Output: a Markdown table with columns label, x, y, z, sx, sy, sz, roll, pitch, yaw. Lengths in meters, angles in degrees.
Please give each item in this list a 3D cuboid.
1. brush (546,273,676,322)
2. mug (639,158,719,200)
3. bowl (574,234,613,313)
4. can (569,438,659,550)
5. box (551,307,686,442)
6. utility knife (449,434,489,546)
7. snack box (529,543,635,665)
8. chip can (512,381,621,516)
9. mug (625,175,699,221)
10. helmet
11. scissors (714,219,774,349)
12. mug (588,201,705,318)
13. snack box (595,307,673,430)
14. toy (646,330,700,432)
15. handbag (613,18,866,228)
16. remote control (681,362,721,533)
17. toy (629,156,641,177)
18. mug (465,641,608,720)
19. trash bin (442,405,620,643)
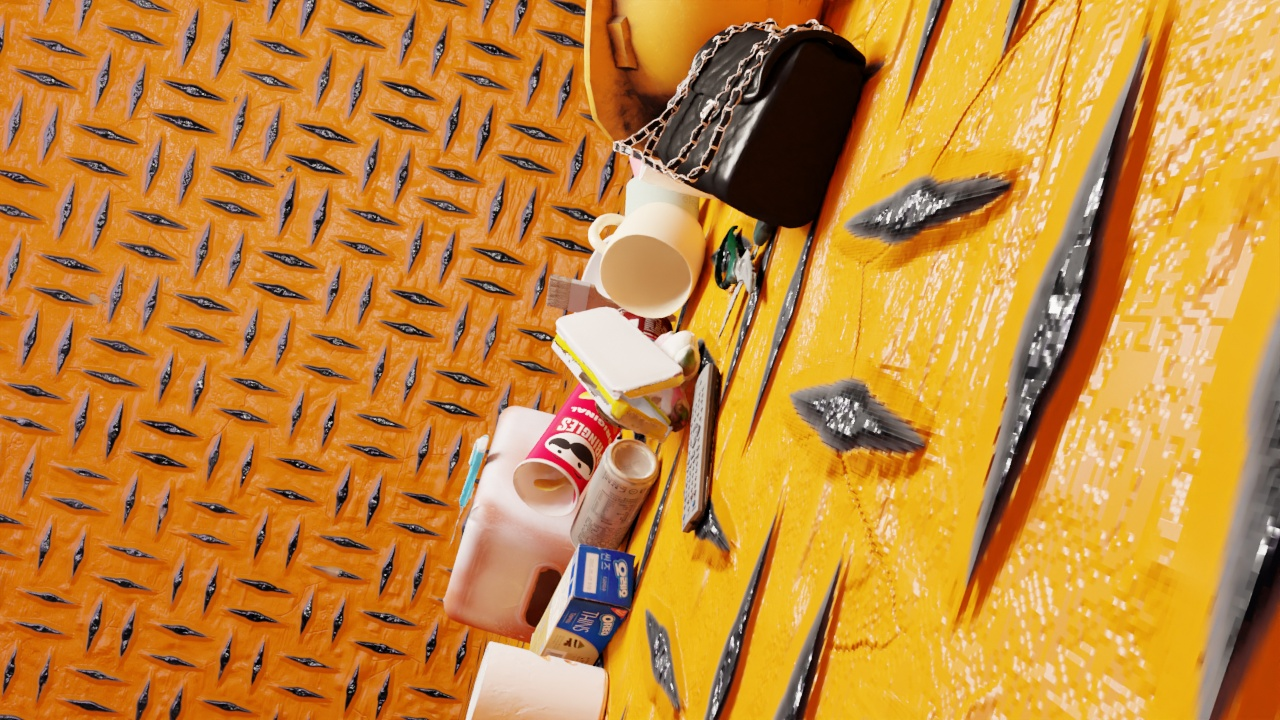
| label | x | y | z | sx | sy | sz | roll | pitch | yaw |
| --- | --- | --- | --- | --- | --- | --- | --- | --- | --- |
| brush | -0.031 | -0.062 | 0.997 | 0.045 | 0.143 | 0.008 | 102 | 180 | -46 |
| mug | 0.058 | -0.222 | 0.917 | 0.081 | 0.087 | 0.114 | -110 | 37 | -78 |
| bowl | -0.020 | -0.066 | 1.151 | 0.177 | 0.066 | 0.176 | -35 | 50 | 56 |
| can | -0.026 | 0.133 | 0.873 | 0.136 | 0.054 | 0.054 | 114 | 170 | -45 |
| box | -0.026 | 0.005 | 0.805 | 0.210 | 0.067 | 0.070 | -135 | 53 | -64 |
| utility knife | -0.203 | 0.155 | 1.068 | 0.022 | 0.015 | 0.177 | -82 | 13 | -54 |
| snack box | -0.058 | 0.246 | 0.859 | 0.207 | 0.057 | 0.056 | 116 | 165 | -48 |
| chip can | -0.055 | 0.066 | 0.967 | 0.219 | 0.069 | 0.069 | -57 | -8 | -51 |
| mug | 0.028 | -0.142 | 1.041 | 0.111 | 0.084 | 0.104 | 40 | -129 | -68 |
| helmet | 0.072 | -0.278 | 0.713 | 0.131 | 0.205 | 0.255 | 19 | 97 | 41 |
| scissors | 0.091 | -0.112 | 0.716 | 0.201 | 0.015 | 0.204 | -91 | 21 | -68 |
| mug | 0.007 | -0.114 | 0.930 | 0.096 | 0.120 | 0.099 | -61 | 2 | 39 |
| snack box | -0.006 | 0.005 | 0.942 | 0.121 | 0.072 | 0.072 | -82 | 11 | -49 |
| toy | 0.028 | 0.009 | 0.810 | 0.122 | 0.038 | 0.079 | -114 | 44 | -66 |
| handbag | 0.063 | -0.170 | 0.606 | 0.125 | 0.114 | 0.153 | -65 | 19 | 12 |
| remote control | 0.044 | 0.060 | 0.672 | 0.033 | 0.013 | 0.136 | 116 | 169 | -48 |
| toy | 0.035 | -0.239 | 1.154 | 0.192 | 0.096 | 0.236 | -168 | 81 | -80 |
| mug | -0.089 | 0.292 | 0.781 | 0.082 | 0.105 | 0.082 | -164 | 92 | -83 |
| trash bin | -0.125 | 0.190 | 1.086 | 0.259 | 0.157 | 0.182 | -88 | 17 | -62 |
